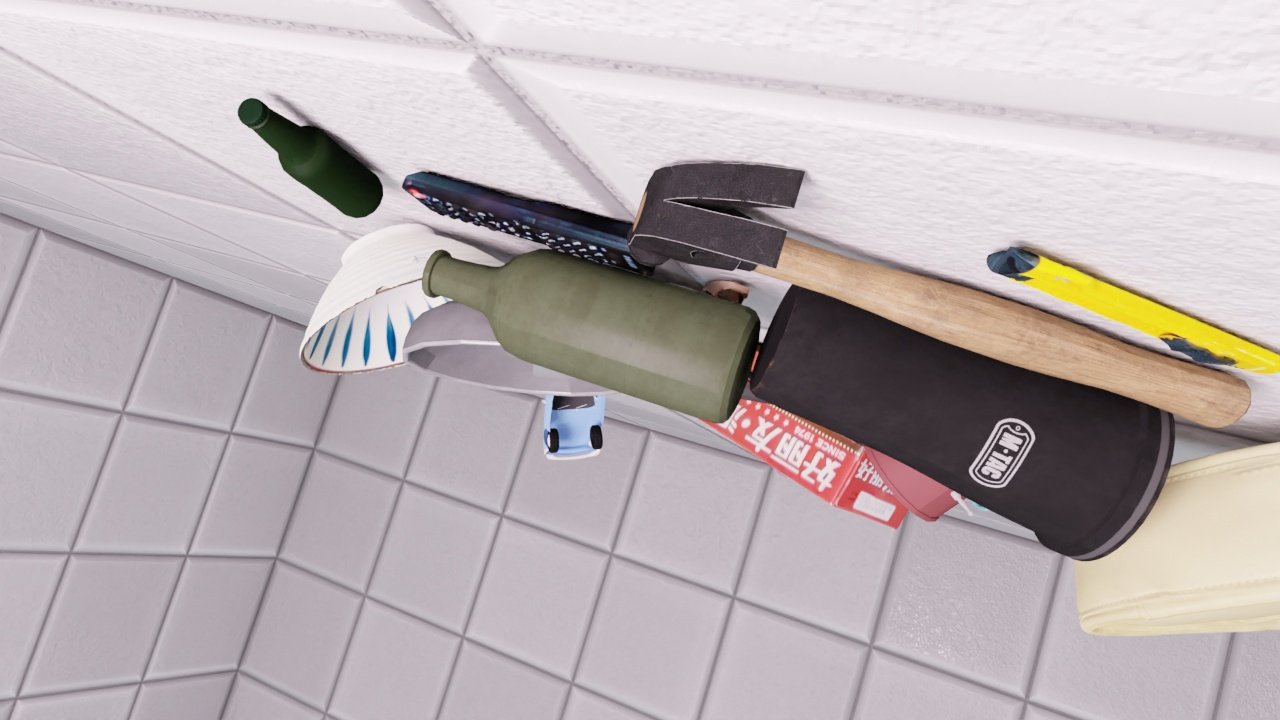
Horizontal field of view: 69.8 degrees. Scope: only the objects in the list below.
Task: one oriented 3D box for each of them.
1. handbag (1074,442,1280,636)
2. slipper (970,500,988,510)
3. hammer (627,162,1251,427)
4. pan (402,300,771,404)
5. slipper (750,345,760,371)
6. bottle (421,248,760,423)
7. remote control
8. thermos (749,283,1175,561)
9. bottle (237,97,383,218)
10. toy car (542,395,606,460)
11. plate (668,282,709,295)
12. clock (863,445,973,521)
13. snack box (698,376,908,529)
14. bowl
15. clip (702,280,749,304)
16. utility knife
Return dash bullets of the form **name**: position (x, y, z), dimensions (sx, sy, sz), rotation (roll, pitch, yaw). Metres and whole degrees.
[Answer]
- **handbag**: position (0.371, 0.104, 0.529), dimensions (0.191, 0.088, 0.233), rotation (2, 157, -1)
- **slipper**: position (0.339, 0.106, 0.868), dimensions (0.276, 0.069, 0.116), rotation (18, 170, -2)
- **hammer**: position (0.145, -0.024, 0.433), dimensions (0.305, 0.040, 0.132), rotation (17, 177, -5)
- **pan**: position (-0.004, 0.004, 0.717), dimensions (0.356, 0.041, 0.179), rotation (10, 167, -23)
- **slipper**: position (0.026, 0.010, 0.858), dimensions (0.103, 0.059, 0.249), rotation (11, 175, -34)
- **bottle**: position (-0.035, -0.025, 0.557), dimensions (0.207, 0.071, 0.071), rotation (18, 174, 13)
- **remote control**: position (-0.063, -0.083, 0.535), dimensions (0.150, 0.022, 0.047), rotation (18, 175, 13)
- **thermos**: position (0.176, 0.027, 0.518), dimensions (0.218, 0.105, 0.106), rotation (22, 174, -1)
- **bottle**: position (-0.188, -0.116, 0.525), dimensions (0.033, 0.033, 0.123), rotation (16, 173, 12)
- **toy car**: position (-0.061, 0.033, 0.864), dimensions (0.056, 0.154, 0.054), rotation (-3, -137, -14)
- **plate**: position (-0.032, -0.039, 0.694), dimensions (0.208, 0.015, 0.209), rotation (3, 168, 0)
- **clock**: position (0.224, 0.072, 0.757), dimensions (0.137, 0.048, 0.096), rotation (56, -154, 18)
- **snack box**: position (0.145, 0.073, 0.884), dimensions (0.113, 0.060, 0.236), rotation (24, -175, -41)
- **bowl**: position (-0.183, -0.057, 0.706), dimensions (0.177, 0.071, 0.177), rotation (-22, 168, -5)
- **clip**: position (0.054, -0.041, 0.588), dimensions (0.025, 0.049, 0.061), rotation (16, -146, -6)
- **utility knife**: position (0.243, -0.009, 0.395), dimensions (0.217, 0.019, 0.030), rotation (16, -177, -14)
